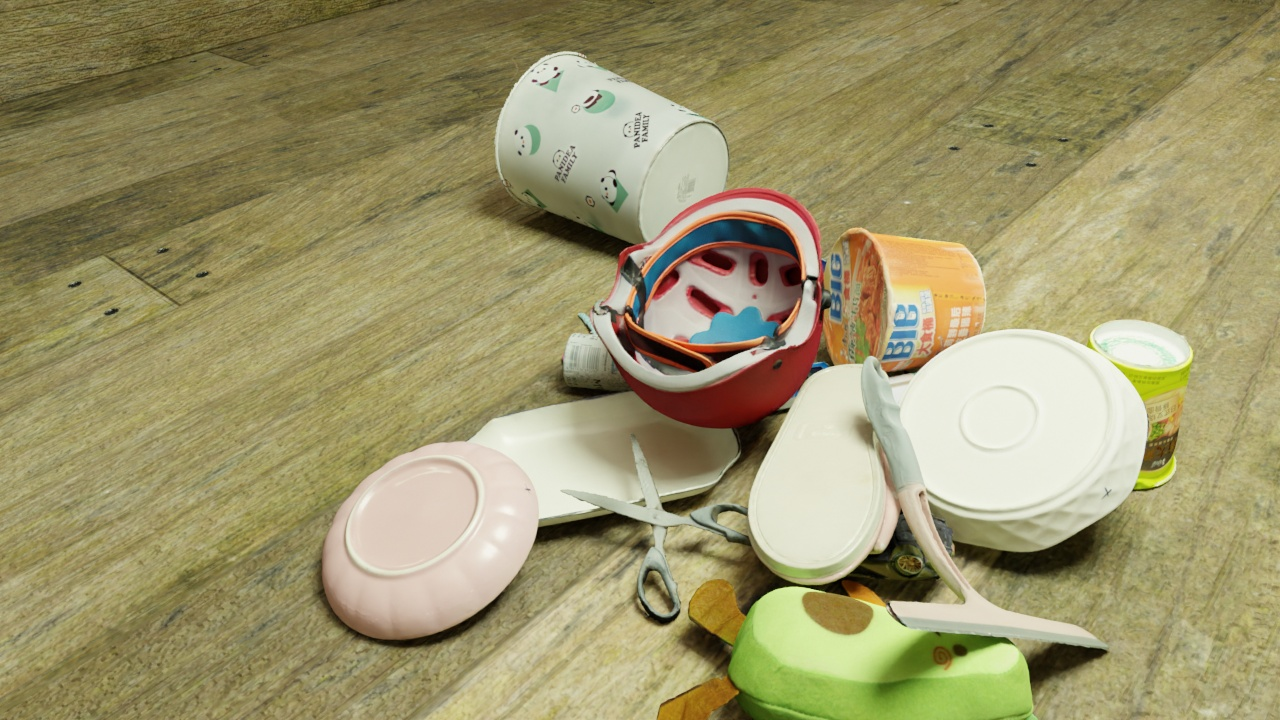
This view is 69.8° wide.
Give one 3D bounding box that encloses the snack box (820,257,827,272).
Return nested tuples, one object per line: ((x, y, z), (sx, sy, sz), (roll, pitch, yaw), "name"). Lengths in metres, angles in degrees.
((0.104, -0.074, 1.048), (0.182, 0.046, 0.178), (-38, 44, -19), "snack box")

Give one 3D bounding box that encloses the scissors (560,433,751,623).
((0.013, 0.137, 0.765), (0.178, 0.014, 0.159), (12, 54, 14), "scissors")

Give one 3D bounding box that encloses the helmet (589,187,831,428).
((0.079, -0.035, 0.861), (0.207, 0.144, 0.239), (11, 54, 29), "helmet")

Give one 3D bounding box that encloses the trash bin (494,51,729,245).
((-0.032, -0.275, 1.256), (0.252, 0.230, 0.228), (31, 47, 33), "trash bin")

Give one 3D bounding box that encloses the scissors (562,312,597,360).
((-0.053, -0.027, 1.062), (0.118, 0.017, 0.133), (-22, 33, -18), "scissors")

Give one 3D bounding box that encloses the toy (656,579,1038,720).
((0.141, 0.208, 0.617), (0.247, 0.090, 0.226), (3, 21, 11), "toy")

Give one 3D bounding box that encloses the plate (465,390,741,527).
((-0.040, 0.095, 0.859), (0.265, 0.034, 0.162), (-11, 35, -10), "plate")

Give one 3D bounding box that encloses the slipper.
((0.159, 0.091, 0.758), (0.114, 0.054, 0.273), (-6, 30, 22), "slipper")

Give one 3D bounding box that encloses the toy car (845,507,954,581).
((0.172, 0.148, 0.747), (0.158, 0.042, 0.070), (-3, 30, 23), "toy car")

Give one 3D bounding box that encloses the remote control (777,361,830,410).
((0.146, 0.031, 0.942), (0.125, 0.024, 0.049), (-12, 35, -9), "remote control")

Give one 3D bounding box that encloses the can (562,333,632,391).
((-0.006, 0.006, 0.967), (0.147, 0.058, 0.058), (6, 35, 14), "can")

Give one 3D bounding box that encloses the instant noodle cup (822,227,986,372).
((0.260, -0.056, 0.908), (0.111, 0.152, 0.151), (-2, 33, -13), "instant noodle cup")

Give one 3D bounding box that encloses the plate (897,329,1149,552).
((0.305, 0.056, 0.768), (0.205, 0.045, 0.204), (-21, 47, 25), "plate")

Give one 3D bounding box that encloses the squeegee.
((0.209, 0.100, 0.681), (0.247, 0.040, 0.249), (17, 41, -35), "squeegee")

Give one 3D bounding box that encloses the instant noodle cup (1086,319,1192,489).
((0.430, 0.034, 0.817), (0.112, 0.124, 0.111), (-3, 34, 2), "instant noodle cup")

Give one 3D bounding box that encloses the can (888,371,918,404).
((0.232, 0.045, 0.886), (0.134, 0.053, 0.053), (-11, 34, -10), "can")

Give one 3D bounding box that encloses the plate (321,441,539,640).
((-0.182, 0.137, 0.766), (0.192, 0.039, 0.192), (-10, 43, 10), "plate")

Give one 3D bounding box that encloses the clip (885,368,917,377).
((0.260, 0.002, 0.967), (0.070, 0.035, 0.099), (-9, 39, -9), "clip")
